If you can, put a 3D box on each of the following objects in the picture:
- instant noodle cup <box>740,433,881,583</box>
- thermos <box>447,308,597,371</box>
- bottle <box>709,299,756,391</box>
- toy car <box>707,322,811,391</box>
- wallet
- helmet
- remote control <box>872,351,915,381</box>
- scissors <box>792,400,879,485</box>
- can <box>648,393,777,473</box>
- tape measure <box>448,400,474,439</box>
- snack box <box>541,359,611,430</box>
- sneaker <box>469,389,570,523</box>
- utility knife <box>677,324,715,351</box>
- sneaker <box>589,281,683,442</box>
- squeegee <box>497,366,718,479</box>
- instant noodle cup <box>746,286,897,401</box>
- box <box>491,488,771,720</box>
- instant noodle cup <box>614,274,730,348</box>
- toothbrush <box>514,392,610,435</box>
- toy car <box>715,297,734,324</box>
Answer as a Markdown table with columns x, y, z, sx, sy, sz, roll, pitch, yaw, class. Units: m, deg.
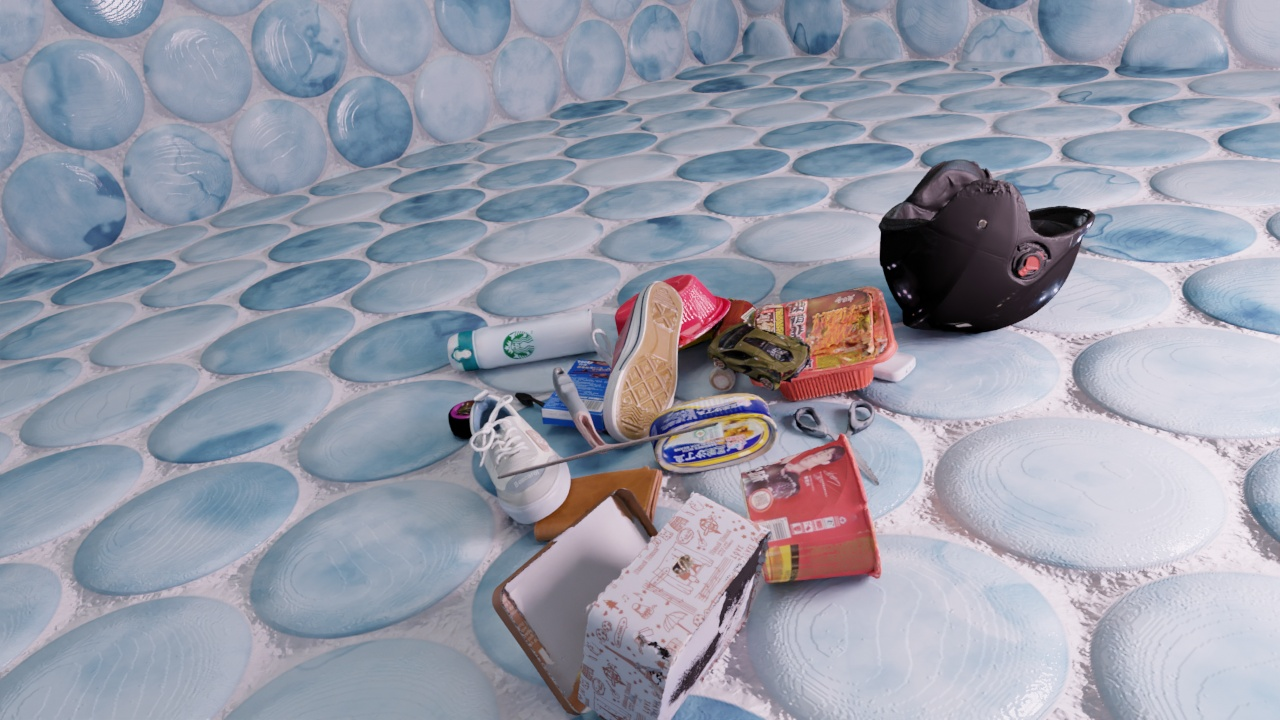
| x | y | z | sx | sy | sz | roll | pitch | yaw | class |
| --- | --- | --- | --- | --- | --- | --- | --- | --- | --- |
| 0.159 | 0.147 | 0.879 | 0.108 | 0.138 | 0.137 | -13 | 26 | 6 | instant noodle cup |
| -0.181 | -0.028 | 1.404 | 0.224 | 0.073 | 0.073 | -10 | 26 | 1 | thermos |
| 0.129 | -0.021 | 1.299 | 0.060 | 0.060 | 0.205 | -2 | 28 | 15 | bottle |
| 0.145 | -0.010 | 1.147 | 0.070 | 0.042 | 0.158 | -44 | 37 | -21 | toy car |
| -0.043 | 0.155 | 1.027 | 0.131 | 0.035 | 0.118 | -10 | 21 | 15 | wallet |
| 0.463 | -0.149 | 1.253 | 0.275 | 0.230 | 0.233 | 3 | 21 | 8 | helmet |
| 0.300 | -0.001 | 1.242 | 0.136 | 0.020 | 0.055 | 15 | 36 | 39 | remote control |
| 0.238 | 0.093 | 1.084 | 0.159 | 0.014 | 0.174 | 18 | 39 | 42 | scissors |
| 0.085 | 0.086 | 1.082 | 0.148 | 0.075 | 0.049 | -11 | 29 | -3 | can |
| -0.231 | 0.078 | 1.242 | 0.057 | 0.039 | 0.057 | -2 | 28 | 14 | tape measure |
| -0.070 | 0.044 | 1.253 | 0.084 | 0.026 | 0.156 | 5 | 26 | 14 | snack box |
| -0.152 | 0.102 | 1.086 | 0.089 | 0.091 | 0.242 | -30 | 27 | -9 | sneaker |
| 0.051 | -0.020 | 1.371 | 0.164 | 0.015 | 0.033 | -21 | 23 | -20 | utility knife |
| -0.007 | 0.007 | 1.215 | 0.088 | 0.118 | 0.240 | -29 | 40 | 49 | sneaker |
| -0.067 | 0.067 | 1.089 | 0.247 | 0.040 | 0.249 | -13 | 25 | -14 | squeegee |
| 0.236 | -0.018 | 1.199 | 0.189 | 0.079 | 0.164 | -12 | 35 | 16 | instant noodle cup |
| -0.012 | 0.200 | 0.799 | 0.181 | 0.154 | 0.182 | 27 | 40 | 22 | box |
| 0.033 | -0.070 | 1.357 | 0.194 | 0.066 | 0.193 | -26 | 16 | 8 | instant noodle cup |
| -0.106 | 0.074 | 1.243 | 0.189 | 0.017 | 0.014 | 18 | 41 | 38 | toothbrush |
| 0.116 | -0.070 | 1.421 | 0.091 | 0.036 | 0.043 | -8 | 22 | 23 | toy car |
